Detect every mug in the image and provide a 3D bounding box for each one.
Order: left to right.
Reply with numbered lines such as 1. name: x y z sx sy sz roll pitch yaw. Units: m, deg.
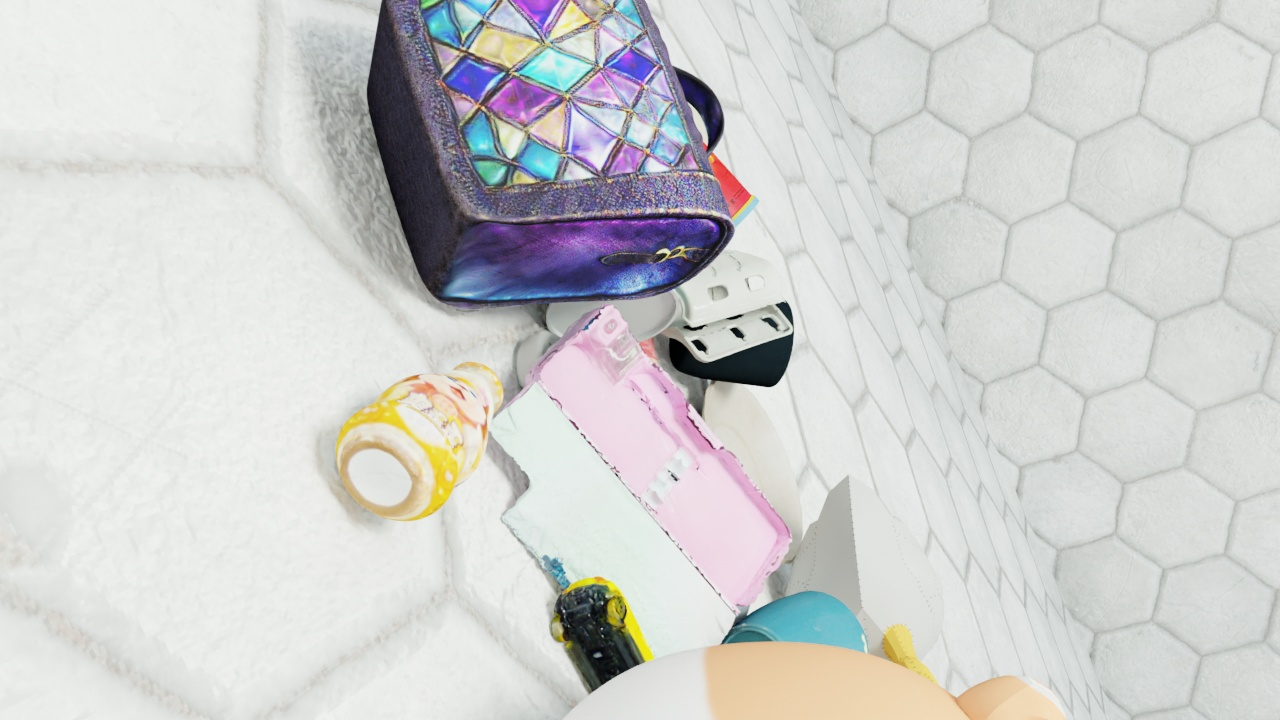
1. mug: 0.077 -0.022 0.868 0.122 0.094 0.085 180 -82 -75
2. mug: 0.099 0.228 0.675 0.104 0.112 0.084 7 37 -54

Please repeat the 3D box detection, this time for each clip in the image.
1. clip: 0.054 -0.070 0.770 0.124 0.082 0.147 -15 63 -45

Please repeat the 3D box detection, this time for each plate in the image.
1. plate: 0.101 0.106 0.881 0.188 0.027 0.188 44 33 -39

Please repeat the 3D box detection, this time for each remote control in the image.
1. remote control: -0.046 0.023 0.664 0.114 0.028 0.060 43 34 -41

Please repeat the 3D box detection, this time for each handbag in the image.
1. handbag: -0.045 -0.147 0.587 0.221 0.126 0.204 -13 74 -26

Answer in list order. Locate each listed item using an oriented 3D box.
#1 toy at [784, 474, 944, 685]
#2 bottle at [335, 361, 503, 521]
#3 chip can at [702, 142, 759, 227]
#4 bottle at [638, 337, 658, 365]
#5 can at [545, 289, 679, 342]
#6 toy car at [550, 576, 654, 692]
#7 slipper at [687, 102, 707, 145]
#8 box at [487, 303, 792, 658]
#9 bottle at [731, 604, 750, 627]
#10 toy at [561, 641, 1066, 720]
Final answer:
1. toy: 0.211 0.215 0.871 0.266 0.141 0.247 -73 153 -59
2. bottle: -0.110 0.036 0.484 0.063 0.063 0.108 60 25 -12
3. chip can: 0.007 -0.197 0.833 0.213 0.087 0.086 46 28 -8
4. bottle: -0.004 0.004 0.744 0.044 0.044 0.109 30 42 -52
5. can: -0.030 -0.096 0.713 0.099 0.099 0.143 32 41 -50
6. toy car: -0.015 0.183 0.561 0.107 0.049 0.030 65 23 -6
7. slipper: 0.035 -0.166 0.954 0.114 0.055 0.273 43 43 -48
8. box: -0.003 0.096 0.615 0.230 0.035 0.158 51 55 -15
9. bottle: 0.027 0.130 0.690 0.161 0.046 0.072 54 29 -24
10. toy: 0.072 0.254 0.401 0.265 0.281 0.262 31 38 -82
